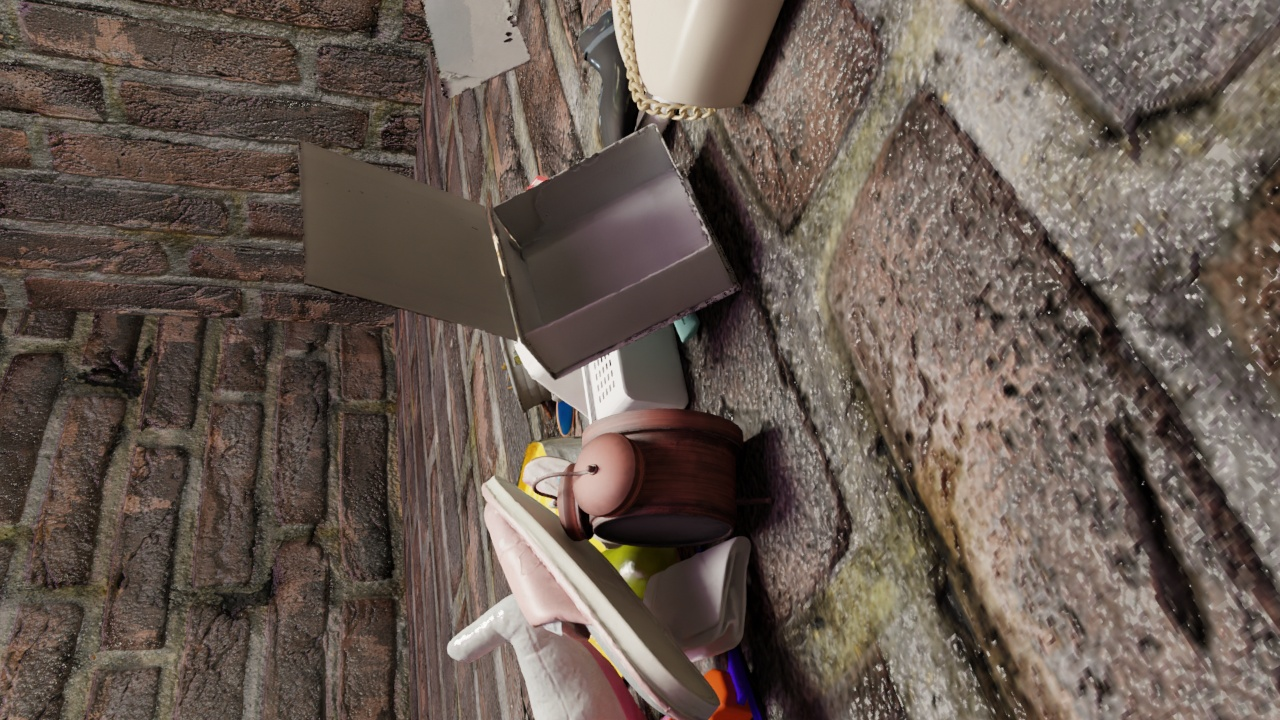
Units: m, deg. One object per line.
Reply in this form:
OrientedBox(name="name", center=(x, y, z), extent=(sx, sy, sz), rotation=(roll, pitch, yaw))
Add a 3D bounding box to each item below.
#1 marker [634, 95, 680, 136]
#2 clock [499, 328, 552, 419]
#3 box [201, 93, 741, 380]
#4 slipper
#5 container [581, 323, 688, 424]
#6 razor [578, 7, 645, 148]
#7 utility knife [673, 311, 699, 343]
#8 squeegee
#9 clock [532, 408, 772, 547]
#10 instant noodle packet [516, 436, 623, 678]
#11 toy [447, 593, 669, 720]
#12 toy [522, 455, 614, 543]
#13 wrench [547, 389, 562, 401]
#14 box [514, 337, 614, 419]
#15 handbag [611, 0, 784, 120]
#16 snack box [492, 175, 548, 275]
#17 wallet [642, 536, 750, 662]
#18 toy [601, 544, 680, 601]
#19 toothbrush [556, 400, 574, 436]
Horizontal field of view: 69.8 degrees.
OrientedBox(name="marker", center=(0.010, -0.214, 0.852), extent=(0.126, 0.025, 0.025), rotation=(128, 140, -58))
OrientedBox(name="clock", center=(-0.152, 0.005, 1.193), extent=(0.147, 0.056, 0.104), rotation=(-111, 7, -50))
OrientedBox(name="box", center=(-0.122, -0.092, 0.692), extent=(0.150, 0.368, 0.166), rotation=(111, 150, -42))
OrientedBox(name="slipper", center=(-0.046, 0.169, 0.653), extent=(0.054, 0.114, 0.274), rotation=(-51, 41, -3))
OrientedBox(name="container", center=(-0.005, 0.005, 0.798), extent=(0.050, 0.080, 0.129), rotation=(-47, 43, 45))
OrientedBox(name="razor", center=(-0.026, -0.250, 0.839), extent=(0.053, 0.063, 0.140), rotation=(111, 160, -78))
OrientedBox(name="utility knife", center=(0.022, -0.070, 0.791), extent=(0.022, 0.015, 0.128), rotation=(-38, 54, 22))
OrientedBox(name="squeegee", center=(0.045, 0.277, 0.655), extent=(0.249, 0.055, 0.185), rotation=(-110, 42, -65))
OrientedBox(name="clock", center=(0.002, 0.087, 0.651), extent=(0.121, 0.157, 0.072), rotation=(130, 144, -60))
OrientedBox(name="instant noodle packet", center=(-0.053, 0.208, 0.929), extent=(0.221, 0.084, 0.163), rotation=(57, 141, 40))
OrientedBox(name="toy", center=(-0.046, 0.301, 0.785), extent=(0.127, 0.187, 0.265), rotation=(-81, -31, -77))
OrientedBox(name="toy", center=(-0.023, 0.116, 0.807), extent=(0.105, 0.131, 0.205), rotation=(55, 175, -9))
OrientedBox(name="wrench", center=(-0.112, -0.031, 1.136), extent=(0.273, 0.018, 0.084), rotation=(-105, 26, -55))
OrientedBox(name="box", center=(-0.055, -0.034, 0.926), extent=(0.137, 0.124, 0.109), rotation=(-49, 26, 2))
OrientedBox(name="handbag", center=(0.036, -0.307, 0.678), extent=(0.211, 0.103, 0.208), rotation=(112, 149, -46))
OrientedBox(name="snack box", center=(-0.088, -0.119, 0.923), extent=(0.113, 0.060, 0.236), rotation=(-53, 24, 0))
OrientedBox(name="wallet", center=(0.034, 0.179, 0.673), extent=(0.116, 0.032, 0.086), rotation=(-43, 27, 44))
OrientedBox(name="toy", center=(-0.006, 0.191, 0.785), extent=(0.110, 0.051, 0.090), rotation=(-2, 91, 46))
OrientedBox(name="toothbrush", center=(-0.091, 0.026, 1.113), extent=(0.017, 0.021, 0.135), rotation=(101, 167, -71))
